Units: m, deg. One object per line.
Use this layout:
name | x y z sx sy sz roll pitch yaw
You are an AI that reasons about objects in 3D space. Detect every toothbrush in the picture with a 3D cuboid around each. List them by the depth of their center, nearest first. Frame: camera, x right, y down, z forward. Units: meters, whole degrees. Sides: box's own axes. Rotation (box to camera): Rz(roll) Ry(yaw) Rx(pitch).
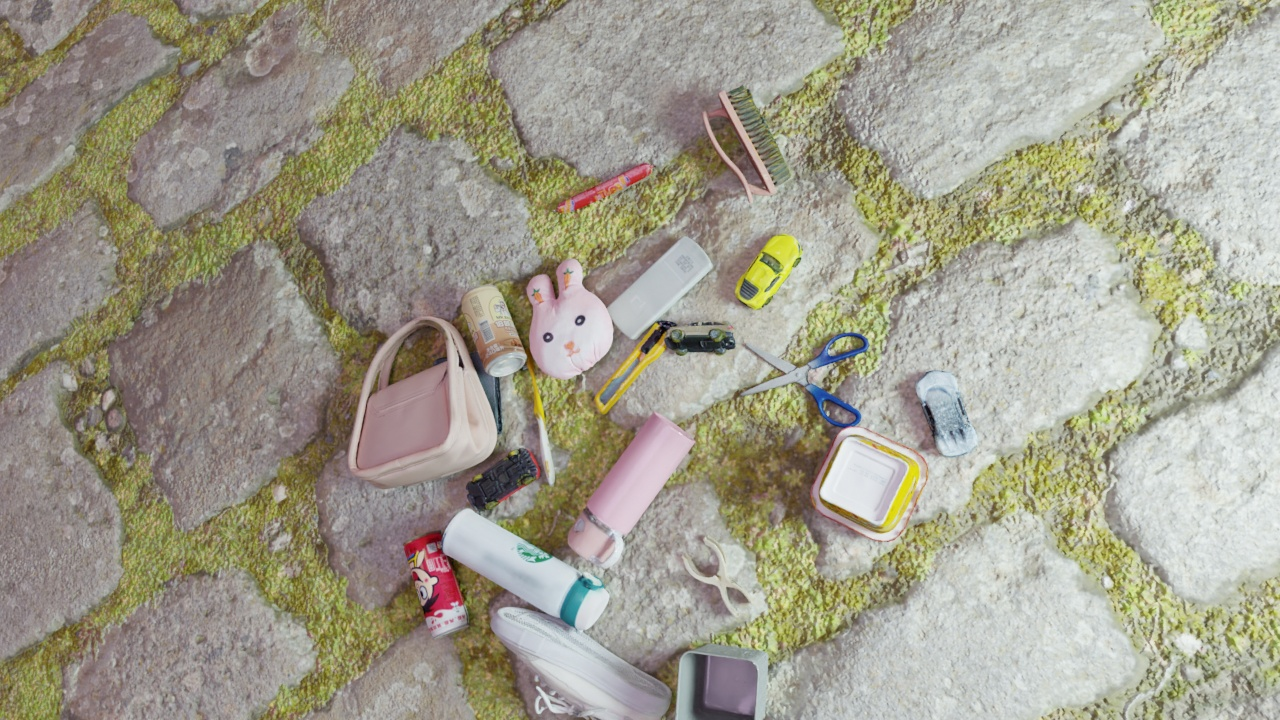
toothbrush | -0.138 0.075 1.226 0.018 0.016 0.191 -18 76 25

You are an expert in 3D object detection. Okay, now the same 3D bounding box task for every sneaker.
sneaker | -0.085 0.391 1.127 0.242 0.089 0.091 26 94 13

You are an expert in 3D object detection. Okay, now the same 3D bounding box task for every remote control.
remote control | 0.025 -0.094 1.198 0.150 0.021 0.058 -42 72 7

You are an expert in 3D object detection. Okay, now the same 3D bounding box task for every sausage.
sausage | -0.049 -0.232 1.245 0.156 0.020 0.020 -23 75 13

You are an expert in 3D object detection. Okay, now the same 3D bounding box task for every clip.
clip | 0.084 0.269 1.119 0.084 0.034 0.104 -23 83 9

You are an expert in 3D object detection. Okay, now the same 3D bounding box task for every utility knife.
utility knife | -0.007 0.007 1.195 0.033 0.015 0.154 41 95 21

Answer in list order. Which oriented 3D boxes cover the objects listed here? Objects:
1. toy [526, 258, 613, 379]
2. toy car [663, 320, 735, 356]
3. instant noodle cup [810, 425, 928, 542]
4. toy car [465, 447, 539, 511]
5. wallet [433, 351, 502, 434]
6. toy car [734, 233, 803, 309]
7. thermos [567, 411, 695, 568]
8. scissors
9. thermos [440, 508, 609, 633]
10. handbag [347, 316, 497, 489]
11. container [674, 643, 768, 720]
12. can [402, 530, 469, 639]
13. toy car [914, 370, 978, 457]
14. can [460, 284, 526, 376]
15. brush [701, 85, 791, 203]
toy | -0.101 -0.056 1.217 0.121 0.054 0.159 -29 67 17
toy car | 0.075 -0.029 1.163 0.090 0.042 0.035 -3 57 12
instant noodle cup | 0.256 0.137 1.036 0.116 0.123 0.116 25 89 19
toy car | -0.183 0.160 1.218 0.106 0.031 0.049 -34 73 8
wallet | -0.239 0.049 1.261 0.097 0.019 0.120 -10 77 17
toy car | 0.160 -0.114 1.155 0.048 0.032 0.105 38 92 19
thermos | -0.010 0.165 1.139 0.198 0.067 0.087 -54 36 1
scissors | 0.209 0.020 1.129 0.162 0.012 0.175 -42 71 8
thermos | -0.145 0.266 1.170 0.224 0.073 0.073 24 89 19
handbag | -0.300 0.046 1.242 0.194 0.093 0.233 -21 64 24
container | 0.099 0.376 1.052 0.090 0.114 0.090 3 82 18
can | -0.269 0.296 1.211 0.053 0.053 0.132 -25 75 12
toy car | 0.355 0.060 1.067 0.049 0.031 0.105 -20 75 13
can | -0.198 -0.040 1.234 0.058 0.058 0.116 -29 67 11
brush | 0.135 -0.272 1.172 0.073 0.063 0.145 -26 76 7
